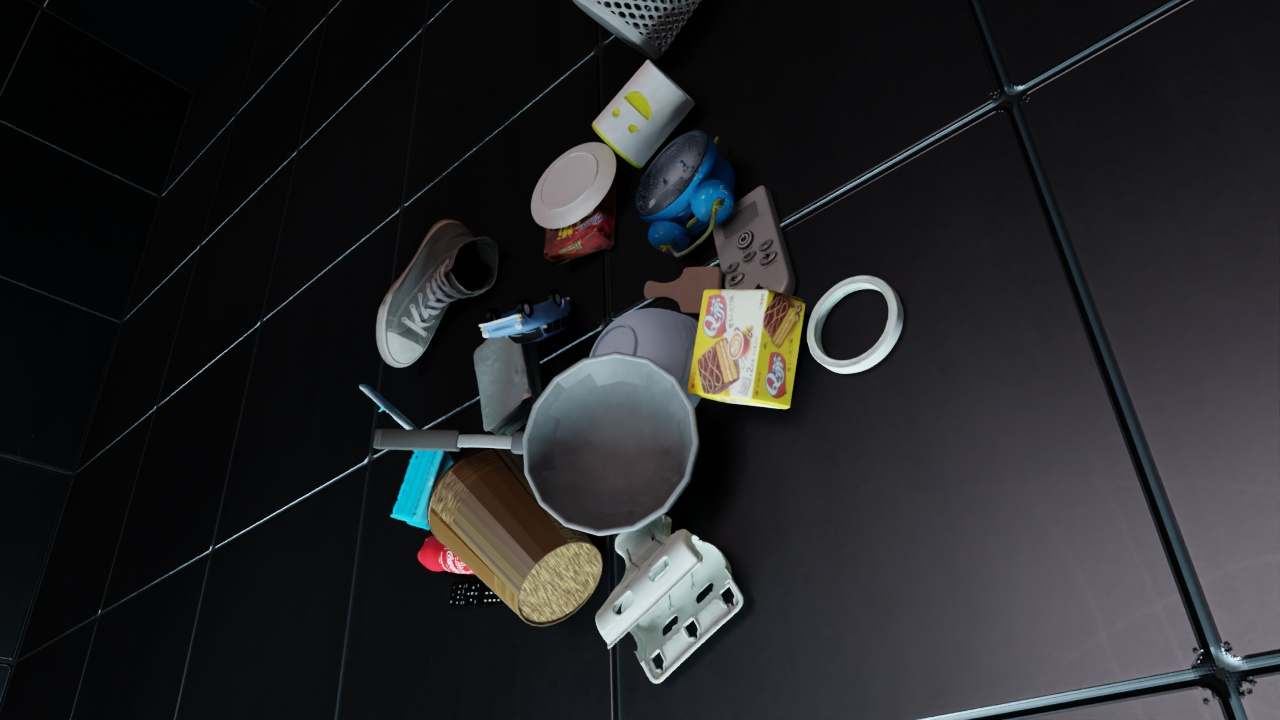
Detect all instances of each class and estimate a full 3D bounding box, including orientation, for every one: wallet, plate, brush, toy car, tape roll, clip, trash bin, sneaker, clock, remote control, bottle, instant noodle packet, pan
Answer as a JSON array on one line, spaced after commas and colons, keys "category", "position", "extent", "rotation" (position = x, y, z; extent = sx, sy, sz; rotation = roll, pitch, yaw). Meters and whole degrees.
[{"category": "wallet", "position": [-0.163, 0.022, 1.155], "extent": [0.101, 0.054, 0.131], "rotation": [-41, 45, 36]}, {"category": "plate", "position": [-0.091, -0.230, 1.185], "extent": [0.135, 0.011, 0.134], "rotation": [-19, 53, 27]}, {"category": "brush", "position": [0.048, -0.077, 1.013], "extent": [0.136, 0.015, 0.050], "rotation": [7, 93, 55]}, {"category": "toy car", "position": [-0.134, -0.048, 1.105], "extent": [0.056, 0.153, 0.055], "rotation": [-13, 96, 23]}, {"category": "tape roll", "position": [0.194, -0.033, 0.834], "extent": [0.093, 0.013, 0.092], "rotation": [-25, 52, 36]}, {"category": "clip", "position": [0.011, 0.199, 0.847], "extent": [0.127, 0.104, 0.151], "rotation": [-45, 52, 15]}, {"category": "trash bin", "position": [0.015, -0.508, 1.190], "extent": [0.183, 0.156, 0.156], "rotation": [-55, 40, 12]}, {"category": "sneaker", "position": [-0.294, -0.089, 1.331], "extent": [0.120, 0.095, 0.234], "rotation": [24, 79, 50]}, {"category": "clock", "position": [0.051, -0.181, 1.020], "extent": [0.117, 0.060, 0.161], "rotation": [-33, 39, 33]}, {"category": "remote control", "position": [0.116, -0.110, 0.957], "extent": [0.074, 0.019, 0.150], "rotation": [-33, 48, 30]}, {"category": "bottle", "position": [-0.214, 0.232, 1.093], "extent": [0.142, 0.042, 0.041], "rotation": [-9, 62, 44]}, {"category": "remote control", "position": [-0.176, 0.268, 1.057], "extent": [0.140, 0.009, 0.030], "rotation": [-15, 58, 41]}, {"category": "instant noodle packet", "position": [-0.079, -0.191, 1.189], "extent": [0.099, 0.039, 0.135], "rotation": [-15, 56, 25]}, {"category": "pan", "position": [-0.110, 0.083, 0.922], "extent": [0.358, 0.041, 0.178], "rotation": [0, 73, 19]}]

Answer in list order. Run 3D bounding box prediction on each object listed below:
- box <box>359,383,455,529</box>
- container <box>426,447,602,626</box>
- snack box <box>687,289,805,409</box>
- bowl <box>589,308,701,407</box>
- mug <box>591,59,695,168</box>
[{"category": "box", "position": [-0.262, 0.116, 1.092], "extent": [0.227, 0.084, 0.171], "rotation": [116, 139, -76]}, {"category": "container", "position": [-0.128, 0.187, 0.967], "extent": [0.167, 0.132, 0.132], "rotation": [35, 95, 44]}, {"category": "snack box", "position": [0.101, -0.012, 0.871], "extent": [0.084, 0.061, 0.105], "rotation": [4, 83, 47]}, {"category": "bowl", "position": [-0.006, 0.006, 0.977], "extent": [0.151, 0.074, 0.150], "rotation": [-25, 52, 37]}, {"category": "mug", "position": [0.004, -0.306, 1.140], "extent": [0.106, 0.082, 0.082], "rotation": [-47, 42, 15]}]
